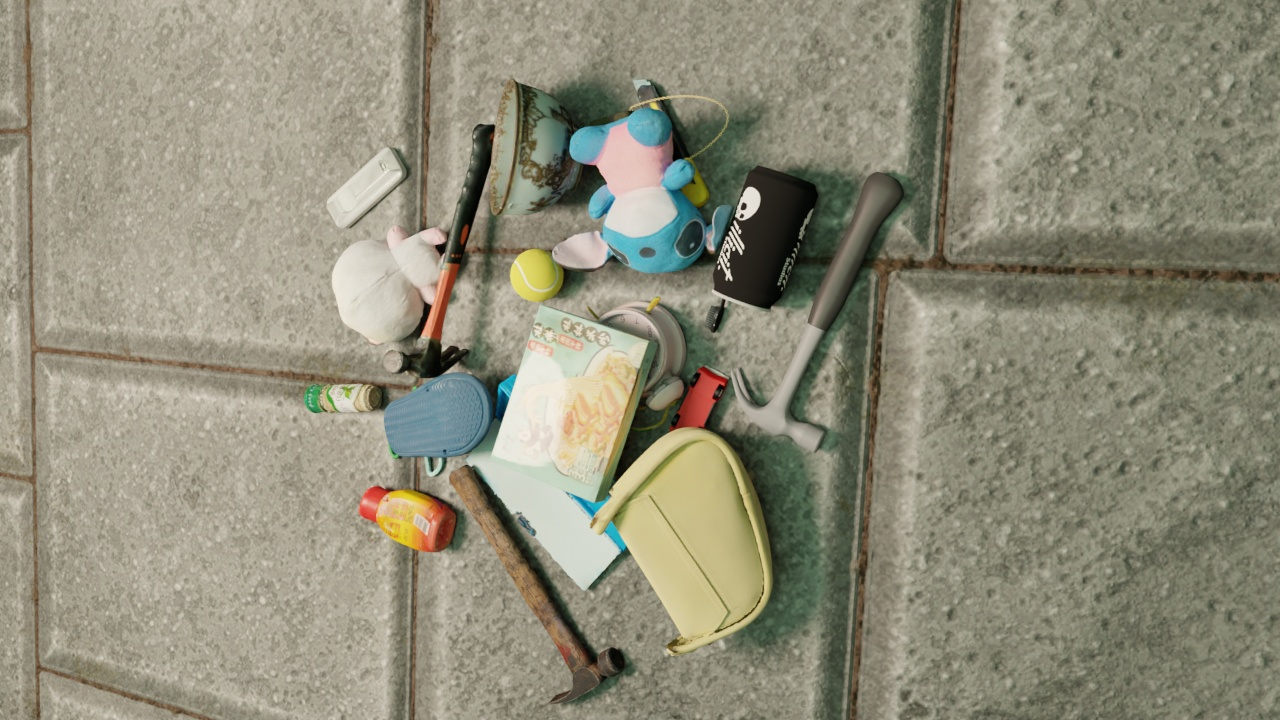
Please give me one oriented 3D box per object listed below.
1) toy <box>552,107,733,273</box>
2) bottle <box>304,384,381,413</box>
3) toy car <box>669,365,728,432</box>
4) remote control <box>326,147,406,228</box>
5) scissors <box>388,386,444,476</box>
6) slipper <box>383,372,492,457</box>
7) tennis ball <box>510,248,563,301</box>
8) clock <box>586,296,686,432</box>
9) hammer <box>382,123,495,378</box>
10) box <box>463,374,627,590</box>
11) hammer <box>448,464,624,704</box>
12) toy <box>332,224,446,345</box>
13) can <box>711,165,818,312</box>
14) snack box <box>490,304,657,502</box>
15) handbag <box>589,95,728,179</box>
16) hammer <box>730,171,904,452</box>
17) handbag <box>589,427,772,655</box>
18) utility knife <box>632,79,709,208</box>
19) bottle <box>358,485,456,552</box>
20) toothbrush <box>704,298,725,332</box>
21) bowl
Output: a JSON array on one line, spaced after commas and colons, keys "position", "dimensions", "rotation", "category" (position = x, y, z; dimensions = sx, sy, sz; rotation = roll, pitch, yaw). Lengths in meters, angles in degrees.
[{"position": [-0.009, -0.183, 1.043], "dimensions": [0.224, 0.098, 0.191], "rotation": [-8, 115, 30], "category": "toy"}, {"position": [-0.414, 0.054, 1.281], "dimensions": [0.110, 0.042, 0.042], "rotation": [-1, 93, 23], "category": "bottle"}, {"position": [0.069, 0.053, 1.082], "dimensions": [0.038, 0.025, 0.089], "rotation": [29, 105, 18], "category": "toy car"}, {"position": [-0.377, -0.235, 1.254], "dimensions": [0.134, 0.022, 0.050], "rotation": [-34, 81, 21], "category": "remote control"}, {"position": [-0.294, 0.101, 1.248], "dimensions": [0.123, 0.011, 0.127], "rotation": [48, 111, 12], "category": "scissors"}, {"position": [-0.260, 0.077, 1.192], "dimensions": [0.214, 0.059, 0.104], "rotation": [-18, 86, 40], "category": "slipper"}, {"position": [-0.128, -0.105, 1.133], "dimensions": [0.065, 0.065, 0.065], "rotation": [2, 94, 23], "category": "tennis ball"}, {"position": [-0.006, 0.006, 1.092], "dimensions": [0.117, 0.058, 0.158], "rotation": [-8, 91, 23], "category": "clock"}, {"position": [-0.233, -0.139, 1.159], "dimensions": [0.033, 0.133, 0.333], "rotation": [16, 91, 24], "category": "hammer"}, {"position": [-0.104, 0.151, 1.154], "dimensions": [0.243, 0.059, 0.176], "rotation": [45, 133, 14], "category": "box"}, {"position": [-0.156, 0.284, 1.186], "dimensions": [0.120, 0.033, 0.330], "rotation": [-38, 81, 22], "category": "hammer"}, {"position": [-0.322, -0.107, 1.205], "dimensions": [0.179, 0.101, 0.139], "rotation": [-33, 93, 4], "category": "toy"}, {"position": [0.135, -0.133, 1.010], "dimensions": [0.080, 0.080, 0.146], "rotation": [23, 102, 20], "category": "can"}, {"position": [-0.077, 0.048, 1.058], "dimensions": [0.141, 0.044, 0.193], "rotation": [19, 94, 19], "category": "snack box"}, {"position": [0.020, -0.261, 1.062], "dimensions": [0.178, 0.027, 0.084], "rotation": [-6, 94, 34], "category": "handbag"}, {"position": [0.202, -0.059, 1.015], "dimensions": [0.125, 0.029, 0.311], "rotation": [27, 103, 19], "category": "hammer"}, {"position": [0.061, 0.200, 1.037], "dimensions": [0.191, 0.088, 0.233], "rotation": [-30, 96, 1], "category": "handbag"}, {"position": [0.034, -0.259, 1.079], "dimensions": [0.029, 0.020, 0.174], "rotation": [-28, 81, 21], "category": "utility knife"}, {"position": [-0.319, 0.212, 1.246], "dimensions": [0.134, 0.048, 0.071], "rotation": [17, 100, 21], "category": "bottle"}, {"position": [0.105, -0.123, 1.060], "dimensions": [0.017, 0.014, 0.188], "rotation": [20, 101, 29], "category": "toothbrush"}, {"position": [-0.120, -0.245, 1.093], "dimensions": [0.093, 0.160, 0.160], "rotation": [5, 97, -18], "category": "bowl"}]
